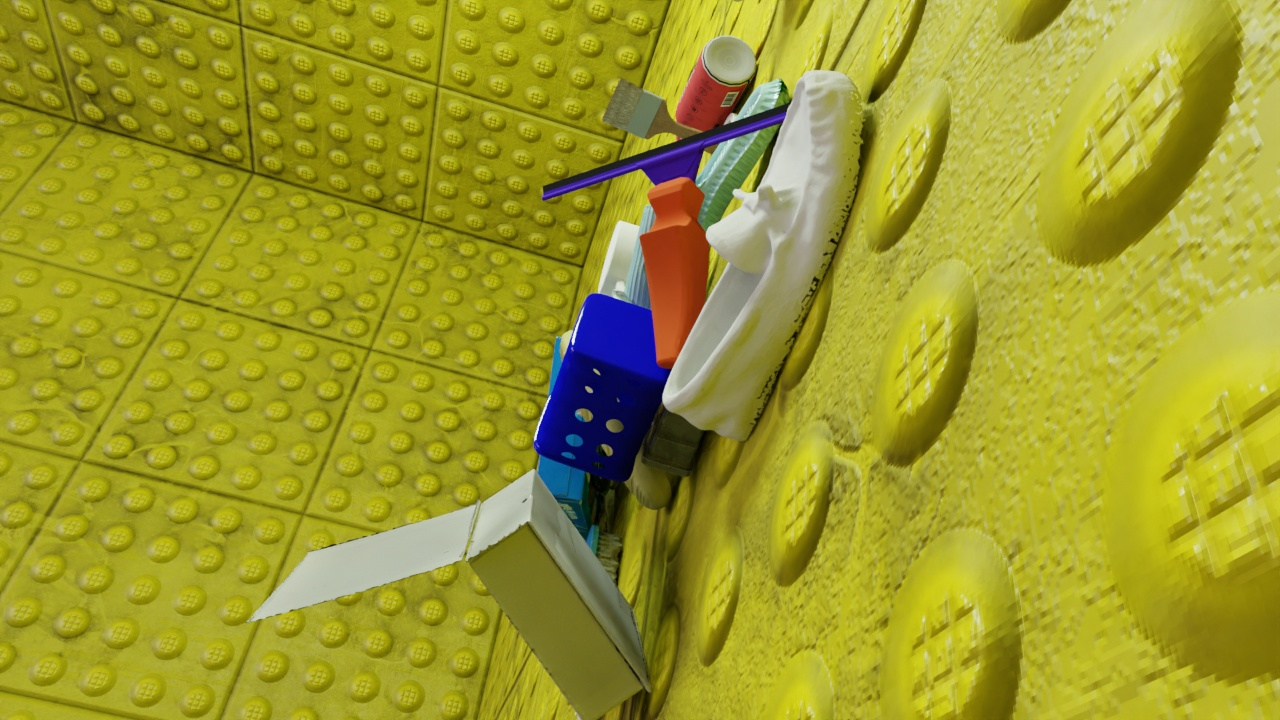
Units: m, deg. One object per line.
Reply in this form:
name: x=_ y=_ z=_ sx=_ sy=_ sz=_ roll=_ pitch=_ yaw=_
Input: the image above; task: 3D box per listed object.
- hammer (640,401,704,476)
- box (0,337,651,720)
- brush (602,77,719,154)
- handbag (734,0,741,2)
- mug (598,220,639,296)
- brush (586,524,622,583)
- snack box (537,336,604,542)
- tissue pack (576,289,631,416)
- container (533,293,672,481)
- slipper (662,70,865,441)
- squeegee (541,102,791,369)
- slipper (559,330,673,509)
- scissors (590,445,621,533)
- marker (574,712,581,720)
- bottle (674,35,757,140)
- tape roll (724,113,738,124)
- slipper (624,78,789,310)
hammer: x=0.048 y=-0.038 z=0.845 sx=0.321 sy=0.044 sz=0.099 roll=-81 pitch=9 yaw=-54
box: x=-0.225 y=0.128 z=0.725 sx=0.167 sy=0.506 sz=0.148 roll=-132 pitch=61 yaw=-83
brush: x=0.036 y=-0.222 z=0.889 sx=0.008 sy=0.143 sz=0.045 roll=-87 pitch=23 yaw=-54
handbag: x=0.140 y=-0.486 z=0.882 sx=0.216 sy=0.095 sz=0.222 roll=126 pitch=164 yaw=-64
mug: x=0.004 y=-0.101 z=1.085 sx=0.121 sy=0.090 sz=0.091 roll=-84 pitch=12 yaw=-52
brush: x=-0.065 y=0.237 z=0.968 sx=0.055 sy=0.075 sz=0.135 roll=118 pitch=165 yaw=-58
snack box: x=-0.074 y=0.112 z=1.093 sx=0.239 sy=0.056 sz=0.195 roll=88 pitch=-173 yaw=-63
tissue pack: x=-0.006 y=0.005 z=0.931 sx=0.061 sy=0.093 sz=0.144 roll=-93 pitch=20 yaw=-75
container: x=-0.026 y=0.020 z=0.723 sx=0.084 sy=0.084 sz=0.114 roll=-77 pitch=8 yaw=-50
slipper: x=0.077 y=-0.065 z=0.595 sx=0.112 sy=0.074 sz=0.247 roll=-120 pitch=46 yaw=-58
squeegee: x=0.027 y=-0.080 z=0.695 sx=0.055 sy=0.250 sz=0.184 roll=34 pitch=-128 yaw=-50
slipper: x=-0.009 y=0.043 z=0.836 sx=0.190 sy=0.081 sz=0.092 roll=59 pitch=171 yaw=24
scissors: x=-0.024 y=0.124 z=1.051 sx=0.154 sy=0.015 sz=0.210 roll=-52 pitch=-28 yaw=-51
marker: x=-0.036 y=0.301 z=0.831 sx=0.134 sy=0.020 sz=0.017 roll=113 pitch=179 yaw=-47
bottle: x=0.077 y=-0.294 z=1.047 sx=0.177 sy=0.062 sz=0.062 roll=128 pitch=157 yaw=-71
tape roll: x=0.090 y=-0.219 z=0.985 sx=0.093 sy=0.013 sz=0.093 roll=-166 pitch=91 yaw=-82
slipper: x=0.039 y=-0.127 z=0.798 sx=0.276 sy=0.069 sz=0.116 roll=-61 pitch=5 yaw=9
